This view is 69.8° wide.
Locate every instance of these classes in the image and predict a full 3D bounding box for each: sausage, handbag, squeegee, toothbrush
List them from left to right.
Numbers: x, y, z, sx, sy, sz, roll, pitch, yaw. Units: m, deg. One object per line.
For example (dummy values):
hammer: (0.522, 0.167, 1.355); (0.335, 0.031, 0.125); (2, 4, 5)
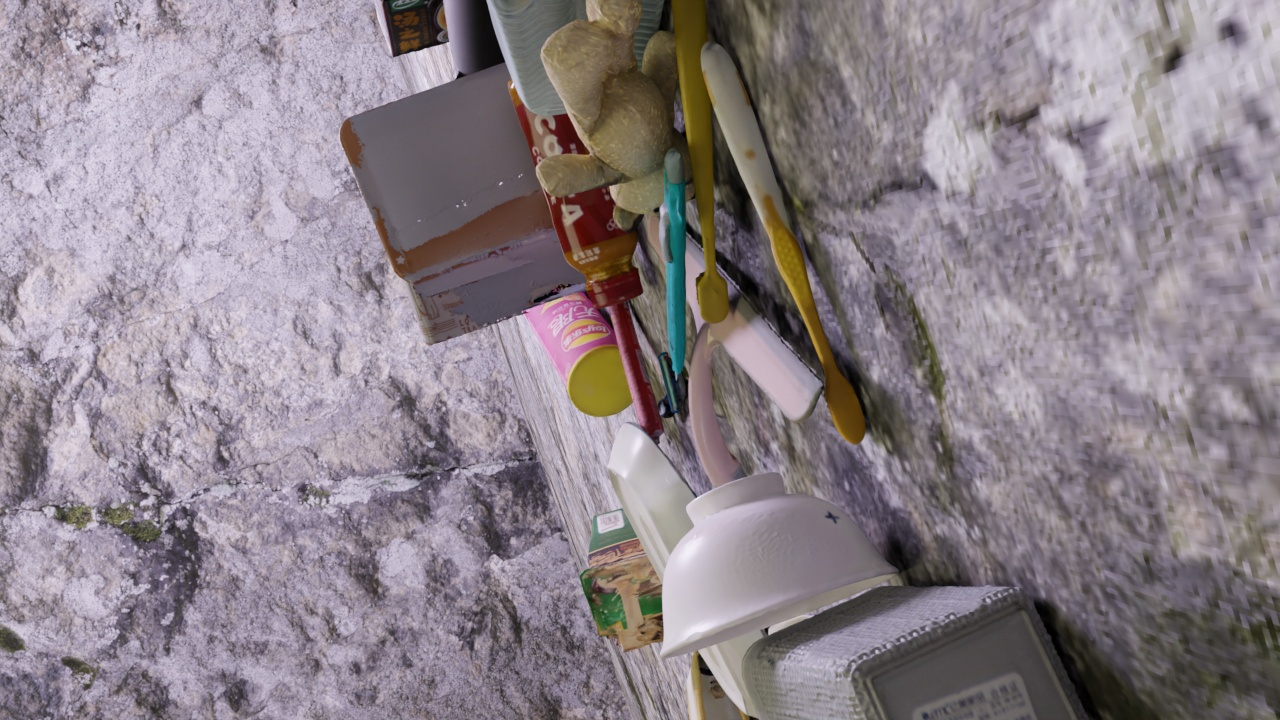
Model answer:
sausage: (-0.004, 0.004, 0.752); (0.020, 0.020, 0.155); (85, 171, -53)
toothbrush: (0.027, -0.107, 0.438); (0.016, 0.015, 0.190); (-109, 10, -63)
handbag: (0.075, 0.326, 0.917); (0.164, 0.063, 0.178); (91, 171, -60)
squeegee: (0.056, 0.059, 0.557); (0.247, 0.040, 0.250); (-122, 14, -57)
toothbrush: (0.063, -0.053, 0.412); (0.018, 0.016, 0.191); (154, 96, -87)

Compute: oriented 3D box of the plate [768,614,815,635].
plate: (0.130, 0.213, 0.500); (0.164, 0.034, 0.163); (107, 142, -72)

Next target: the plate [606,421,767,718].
plate: (0.041, 0.172, 0.721); (0.266, 0.034, 0.162); (63, 168, -9)

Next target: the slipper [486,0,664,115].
slipper: (-0.038, -0.203, 0.426); (0.246, 0.104, 0.074); (86, 163, -73)

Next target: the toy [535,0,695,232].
toy: (-0.006, -0.121, 0.445); (0.066, 0.105, 0.157); (28, 170, 19)

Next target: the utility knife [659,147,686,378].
utility knife: (0.017, -0.046, 0.479); (0.157, 0.013, 0.029); (87, 174, -46)

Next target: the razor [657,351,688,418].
razor: (0.026, 0.027, 0.698); (0.143, 0.022, 0.042); (96, 162, -78)

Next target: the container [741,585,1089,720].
container: (0.107, 0.139, 0.357); (0.114, 0.090, 0.090); (118, 130, -71)

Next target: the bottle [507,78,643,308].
bottle: (-0.042, -0.126, 0.667); (0.057, 0.057, 0.175); (-157, 48, -75)

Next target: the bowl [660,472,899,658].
bowl: (0.055, 0.093, 0.441); (0.118, 0.118, 0.064); (98, 153, -67)

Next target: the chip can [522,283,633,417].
chip can: (-0.065, -0.025, 0.908); (0.210, 0.071, 0.071); (-127, 21, -57)

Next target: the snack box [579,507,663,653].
snack box: (0.002, 0.200, 0.904); (0.105, 0.118, 0.118); (-109, 5, -60)

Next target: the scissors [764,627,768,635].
scissors: (0.094, 0.206, 0.716); (0.159, 0.014, 0.176); (66, 166, 7)

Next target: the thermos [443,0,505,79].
thermos: (-0.135, -0.284, 0.769); (0.068, 0.090, 0.243); (30, 167, -2)

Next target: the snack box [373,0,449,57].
snack box: (-0.182, -0.335, 0.820); (0.126, 0.113, 0.053); (141, 107, -79)

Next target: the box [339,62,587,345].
box: (-0.131, -0.136, 0.748); (0.156, 0.183, 0.193); (-140, 32, -68)
